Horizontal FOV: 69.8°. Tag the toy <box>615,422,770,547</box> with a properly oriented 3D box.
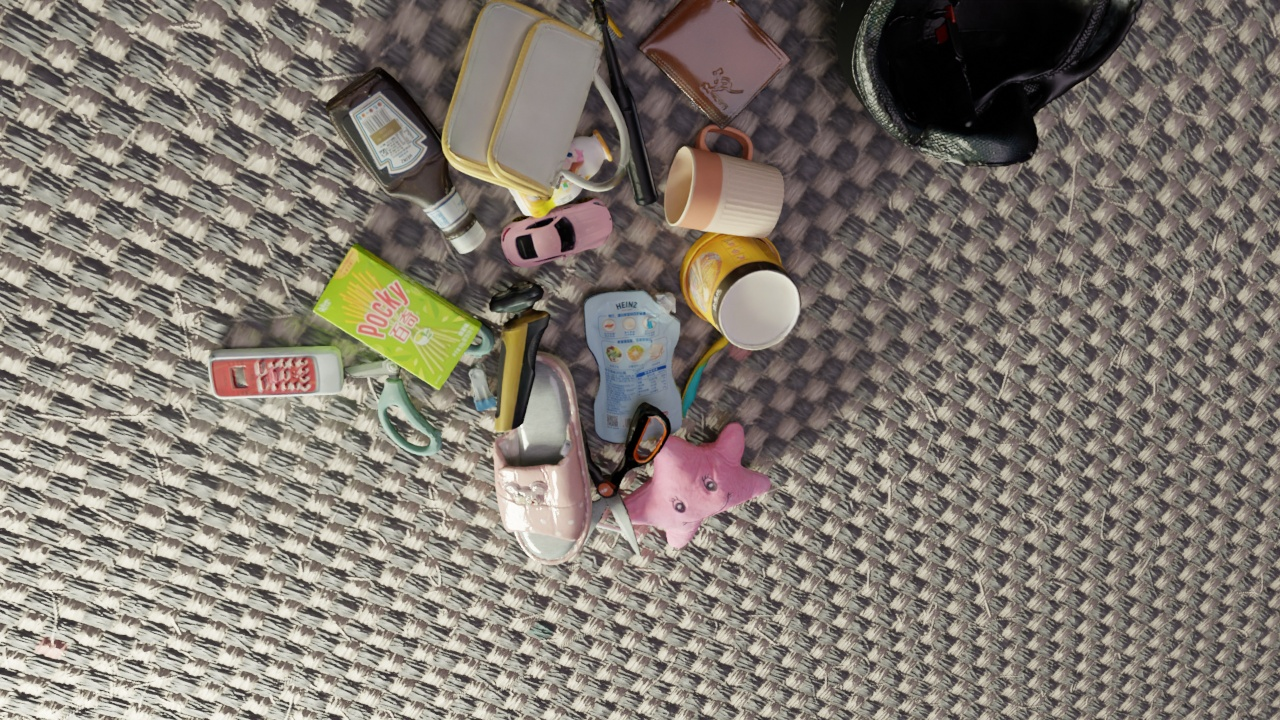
[{"bbox_3d":[0.055,0.152,1.133,0.194,0.074,0.178,-32,126,4],"label":"toy"}]

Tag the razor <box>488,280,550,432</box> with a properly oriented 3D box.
[{"bbox_3d":[-0.138,-0.004,0.999,0.067,0.062,0.167,5,99,-23],"label":"razor"}]

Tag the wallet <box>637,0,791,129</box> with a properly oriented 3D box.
[{"bbox_3d":[0.075,-0.311,0.931,0.124,0.032,0.101,41,105,-15],"label":"wallet"}]

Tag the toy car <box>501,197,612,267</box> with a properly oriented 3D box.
[{"bbox_3d":[-0.088,-0.136,0.982,0.122,0.037,0.056,-18,120,-6],"label":"toy car"}]

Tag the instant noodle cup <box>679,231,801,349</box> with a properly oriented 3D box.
[{"bbox_3d":[0.115,-0.077,1.015,0.118,0.114,0.119,-6,117,-12],"label":"instant noodle cup"}]

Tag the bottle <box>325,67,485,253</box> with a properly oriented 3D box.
[{"bbox_3d":[-0.225,-0.192,0.918,0.080,0.044,0.195,-33,119,4],"label":"bottle"}]

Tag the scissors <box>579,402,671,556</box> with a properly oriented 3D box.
[{"bbox_3d":[-0.037,0.133,1.091,0.228,0.021,0.221,-37,99,24],"label":"scissors"}]

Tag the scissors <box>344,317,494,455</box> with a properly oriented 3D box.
[{"bbox_3d":[-0.232,0.020,1.021,0.170,0.019,0.171,-20,110,7],"label":"scissors"}]

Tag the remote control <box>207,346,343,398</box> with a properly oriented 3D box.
[{"bbox_3d":[-0.392,0.013,0.990,0.136,0.020,0.056,-2,115,-12],"label":"remote control"}]

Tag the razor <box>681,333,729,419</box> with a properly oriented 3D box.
[{"bbox_3d":[0.077,0.015,1.099,0.028,0.043,0.133,32,111,1],"label":"razor"}]

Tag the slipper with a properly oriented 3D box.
[{"bbox_3d":[-0.116,0.123,1.066,0.114,0.054,0.275,7,112,17],"label":"slipper"}]

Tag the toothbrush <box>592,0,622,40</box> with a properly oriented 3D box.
[{"bbox_3d":[-0.081,-0.382,0.876,0.018,0.016,0.191,-36,119,15],"label":"toothbrush"}]

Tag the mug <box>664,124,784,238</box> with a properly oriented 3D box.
[{"bbox_3d":[0.090,-0.192,0.980,0.105,0.082,0.114,7,84,-19],"label":"mug"}]

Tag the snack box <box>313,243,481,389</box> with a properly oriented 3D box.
[{"bbox_3d":[-0.256,-0.046,0.972,0.156,0.026,0.086,34,103,-12],"label":"snack box"}]

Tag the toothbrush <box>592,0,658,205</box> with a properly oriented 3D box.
[{"bbox_3d":[-0.017,-0.260,0.937,0.026,0.027,0.213,-9,122,10],"label":"toothbrush"}]

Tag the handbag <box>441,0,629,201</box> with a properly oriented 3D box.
[{"bbox_3d":[-0.088,-0.238,0.876,0.178,0.063,0.163,19,96,-6],"label":"handbag"}]

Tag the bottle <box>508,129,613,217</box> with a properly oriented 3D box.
[{"bbox_3d":[-0.083,-0.194,0.939,0.108,0.063,0.063,-30,118,2],"label":"bottle"}]

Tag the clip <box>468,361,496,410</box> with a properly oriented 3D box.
[{"bbox_3d":[-0.183,0.029,1.051,0.025,0.036,0.058,-13,121,-5],"label":"clip"}]

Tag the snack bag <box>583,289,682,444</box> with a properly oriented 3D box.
[{"bbox_3d":[-0.006,0.006,1.069,0.110,0.038,0.191,-4,117,0],"label":"snack bag"}]

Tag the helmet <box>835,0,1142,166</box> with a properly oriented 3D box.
[{"bbox_3d":[0.318,-0.333,0.874,0.274,0.230,0.234,-18,133,-3],"label":"helmet"}]

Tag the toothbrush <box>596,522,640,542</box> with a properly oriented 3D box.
[{"bbox_3d":[-0.081,0.202,1.159,0.180,0.016,0.016,19,106,-20],"label":"toothbrush"}]
